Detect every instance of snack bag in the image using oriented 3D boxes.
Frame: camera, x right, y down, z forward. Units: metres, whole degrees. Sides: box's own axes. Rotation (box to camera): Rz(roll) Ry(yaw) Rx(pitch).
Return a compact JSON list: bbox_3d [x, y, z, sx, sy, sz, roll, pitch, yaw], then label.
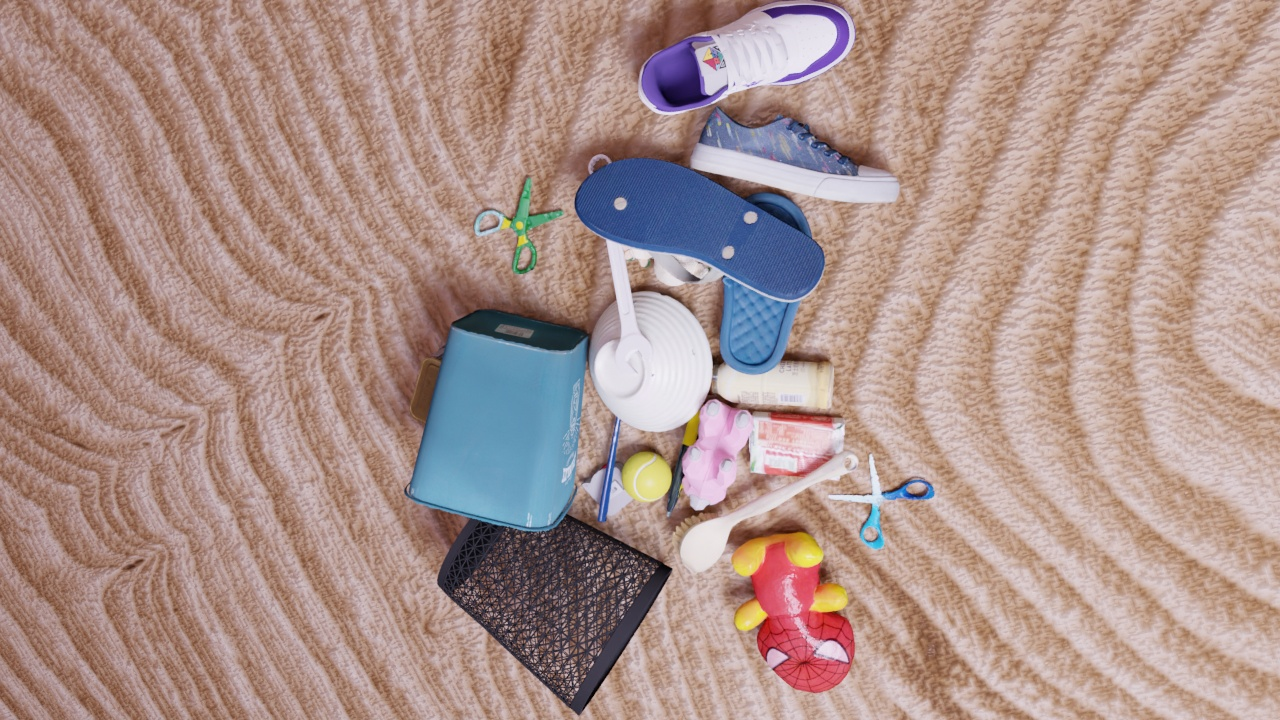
[{"bbox_3d":[0.194,0.106,1.140,0.116,0.036,0.077,4,107,14],"label":"snack bag"}]

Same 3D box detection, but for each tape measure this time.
[{"bbox_3d":[-0.039,0.171,1.232,0.062,0.020,0.060,-40,94,22],"label":"tape measure"}]

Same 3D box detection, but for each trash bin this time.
[{"bbox_3d":[-0.118,0.297,1.203,0.243,0.216,0.217,32,112,11],"label":"trash bin"},{"bbox_3d":[-0.166,0.064,1.147,0.199,0.196,0.219,13,104,5],"label":"trash bin"}]

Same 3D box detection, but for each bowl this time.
[{"bbox_3d":[-0.007,0.007,1.117,0.178,0.070,0.177,6,101,30],"label":"bowl"}]

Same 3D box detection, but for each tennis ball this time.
[{"bbox_3d":[0.008,0.151,1.189,0.065,0.065,0.065,4,108,14],"label":"tennis ball"}]

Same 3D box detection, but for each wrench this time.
[{"bbox_3d":[-0.027,-0.116,1.085,0.047,0.009,0.273,-14,79,21],"label":"wrench"}]

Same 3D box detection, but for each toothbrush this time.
[{"bbox_3d":[-0.032,0.121,1.201,0.017,0.016,0.190,12,100,7],"label":"toothbrush"}]

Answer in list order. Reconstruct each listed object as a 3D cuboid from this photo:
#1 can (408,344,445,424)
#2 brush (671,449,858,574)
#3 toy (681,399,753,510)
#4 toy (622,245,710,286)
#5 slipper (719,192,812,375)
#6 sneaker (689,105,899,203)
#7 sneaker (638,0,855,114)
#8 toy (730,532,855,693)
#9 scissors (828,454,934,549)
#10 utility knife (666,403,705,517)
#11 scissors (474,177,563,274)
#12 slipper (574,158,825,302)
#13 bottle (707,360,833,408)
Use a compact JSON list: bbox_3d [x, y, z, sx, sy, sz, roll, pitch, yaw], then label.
[{"bbox_3d":[-0.268,0.033,1.231,0.054,0.058,0.100,23,111,7],"label":"can"},{"bbox_3d":[0.151,0.181,1.138,0.273,0.077,0.062,-35,126,23],"label":"brush"},{"bbox_3d":[0.091,0.118,1.136,0.067,0.158,0.123,20,72,8],"label":"toy"},{"bbox_3d":[0.039,-0.133,1.099,0.112,0.050,0.087,7,103,19],"label":"toy"},{"bbox_3d":[0.143,-0.088,1.067,0.104,0.059,0.214,8,95,10],"label":"slipper"},{"bbox_3d":[0.173,-0.228,1.018,0.236,0.087,0.079,15,105,14],"label":"sneaker"},{"bbox_3d":[0.104,-0.327,0.987,0.245,0.111,0.092,-14,103,19],"label":"sneaker"},{"bbox_3d":[0.201,0.323,1.174,0.148,0.098,0.216,-11,103,30],"label":"toy"},{"bbox_3d":[0.302,0.176,1.147,0.133,0.014,0.127,-9,100,22],"label":"scissors"},{"bbox_3d":[0.057,0.134,1.191,0.020,0.028,0.174,21,113,14],"label":"utility knife"},{"bbox_3d":[-0.158,-0.172,1.162,0.128,0.011,0.126,17,112,10],"label":"scissors"},{"bbox_3d":[0.068,-0.146,1.042,0.295,0.060,0.118,25,81,12],"label":"slipper"},{"bbox_3d":[0.151,0.026,1.115,0.162,0.056,0.056,3,108,14],"label":"bottle"}]
